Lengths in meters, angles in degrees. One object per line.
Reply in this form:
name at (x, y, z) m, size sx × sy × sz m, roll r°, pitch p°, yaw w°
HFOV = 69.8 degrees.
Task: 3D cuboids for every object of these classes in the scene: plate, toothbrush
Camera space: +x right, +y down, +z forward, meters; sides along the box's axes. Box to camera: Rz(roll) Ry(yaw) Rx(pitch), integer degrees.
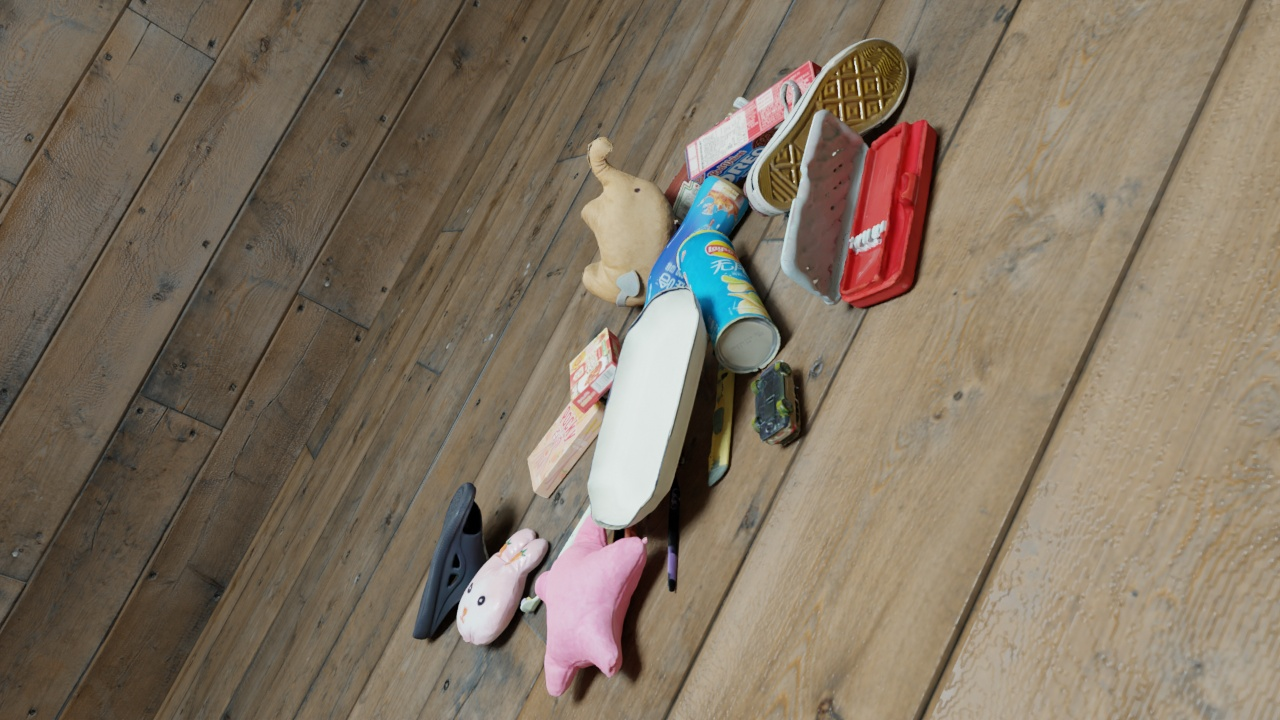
plate at (0.012, 0.052, 0.969) m, size 0.162 × 0.034 × 0.265 m, roll -12°, pitch 61°, yaw 61°
toothbrush at (-0.087, 0.222, 1.102) m, size 0.020 × 0.029 × 0.189 m, roll 34°, pitch 93°, yaw 23°
toothbrush at (0.037, 0.154, 0.954) m, size 0.017 × 0.014 × 0.188 m, roll -45°, pitch 29°, yaw 40°

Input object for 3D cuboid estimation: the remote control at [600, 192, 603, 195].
remote control at (-0.008, -0.203, 1.290) m, size 0.049 × 0.125 × 0.024 m, roll -47°, pitch 38°, yaw 21°

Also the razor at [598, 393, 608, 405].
razor at (-0.007, 0.007, 1.175) m, size 0.028 × 0.043 × 0.132 m, roll 8°, pitch 63°, yaw 54°

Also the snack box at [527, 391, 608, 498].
snack box at (-0.096, 0.102, 1.238) m, size 0.157 × 0.026 × 0.084 m, roll -53°, pitch 26°, yaw 15°

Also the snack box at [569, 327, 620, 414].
snack box at (-0.058, 0.010, 1.192) m, size 0.075 × 0.025 × 0.152 m, roll -44°, pitch 16°, yaw 10°

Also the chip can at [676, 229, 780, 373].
chip can at (0.094, -0.071, 1.022) m, size 0.071 × 0.071 × 0.210 m, roll -50°, pitch 27°, yaw 20°

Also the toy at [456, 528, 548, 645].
toy at (-0.179, 0.286, 1.169) m, size 0.159 × 0.054 × 0.121 m, roll -57°, pitch 25°, yaw -12°

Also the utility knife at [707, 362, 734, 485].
utility knife at (0.088, 0.053, 0.974) m, size 0.031 × 0.019 × 0.178 m, roll -29°, pitch 34°, yaw 38°

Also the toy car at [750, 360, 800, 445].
toy car at (0.131, 0.040, 0.878) m, size 0.042 × 0.035 × 0.090 m, roll -39°, pitch 32°, yaw 34°

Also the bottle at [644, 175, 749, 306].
bottle at (0.057, -0.126, 1.157) m, size 0.219 × 0.065 × 0.065 m, roll -58°, pitch 25°, yaw 3°

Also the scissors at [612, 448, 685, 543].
scissors at (-0.002, 0.126, 1.040) m, size 0.189 × 0.015 × 0.225 m, roll -70°, pitch 18°, yaw -7°

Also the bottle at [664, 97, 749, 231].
bottle at (0.090, -0.264, 1.254) m, size 0.206 × 0.059 × 0.060 m, roll -56°, pitch 25°, yaw 7°

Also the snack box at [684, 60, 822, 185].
snack box at (0.148, -0.284, 1.133) m, size 0.208 × 0.057 × 0.058 m, roll -27°, pitch 59°, yaw 40°

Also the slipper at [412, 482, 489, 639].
slipper at (-0.253, 0.286, 1.287) m, size 0.110 × 0.083 × 0.269 m, roll -93°, pitch 23°, yaw -62°

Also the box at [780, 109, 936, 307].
box at (0.209, -0.156, 0.872) m, size 0.095 × 0.100 × 0.200 m, roll -22°, pitch 45°, yaw 52°

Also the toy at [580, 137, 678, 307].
toy at (-0.016, -0.182, 1.219) m, size 0.082 × 0.143 × 0.226 m, roll -43°, pitch -46°, yaw -67°

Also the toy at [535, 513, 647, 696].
toy at (-0.049, 0.246, 0.943) m, size 0.179 × 0.074 × 0.194 m, roll -50°, pitch 30°, yaw 22°

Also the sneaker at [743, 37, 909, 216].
sneaker at (0.190, -0.248, 0.989) m, size 0.240 × 0.118 × 0.088 m, roll -50°, pitch 13°, yaw -10°
